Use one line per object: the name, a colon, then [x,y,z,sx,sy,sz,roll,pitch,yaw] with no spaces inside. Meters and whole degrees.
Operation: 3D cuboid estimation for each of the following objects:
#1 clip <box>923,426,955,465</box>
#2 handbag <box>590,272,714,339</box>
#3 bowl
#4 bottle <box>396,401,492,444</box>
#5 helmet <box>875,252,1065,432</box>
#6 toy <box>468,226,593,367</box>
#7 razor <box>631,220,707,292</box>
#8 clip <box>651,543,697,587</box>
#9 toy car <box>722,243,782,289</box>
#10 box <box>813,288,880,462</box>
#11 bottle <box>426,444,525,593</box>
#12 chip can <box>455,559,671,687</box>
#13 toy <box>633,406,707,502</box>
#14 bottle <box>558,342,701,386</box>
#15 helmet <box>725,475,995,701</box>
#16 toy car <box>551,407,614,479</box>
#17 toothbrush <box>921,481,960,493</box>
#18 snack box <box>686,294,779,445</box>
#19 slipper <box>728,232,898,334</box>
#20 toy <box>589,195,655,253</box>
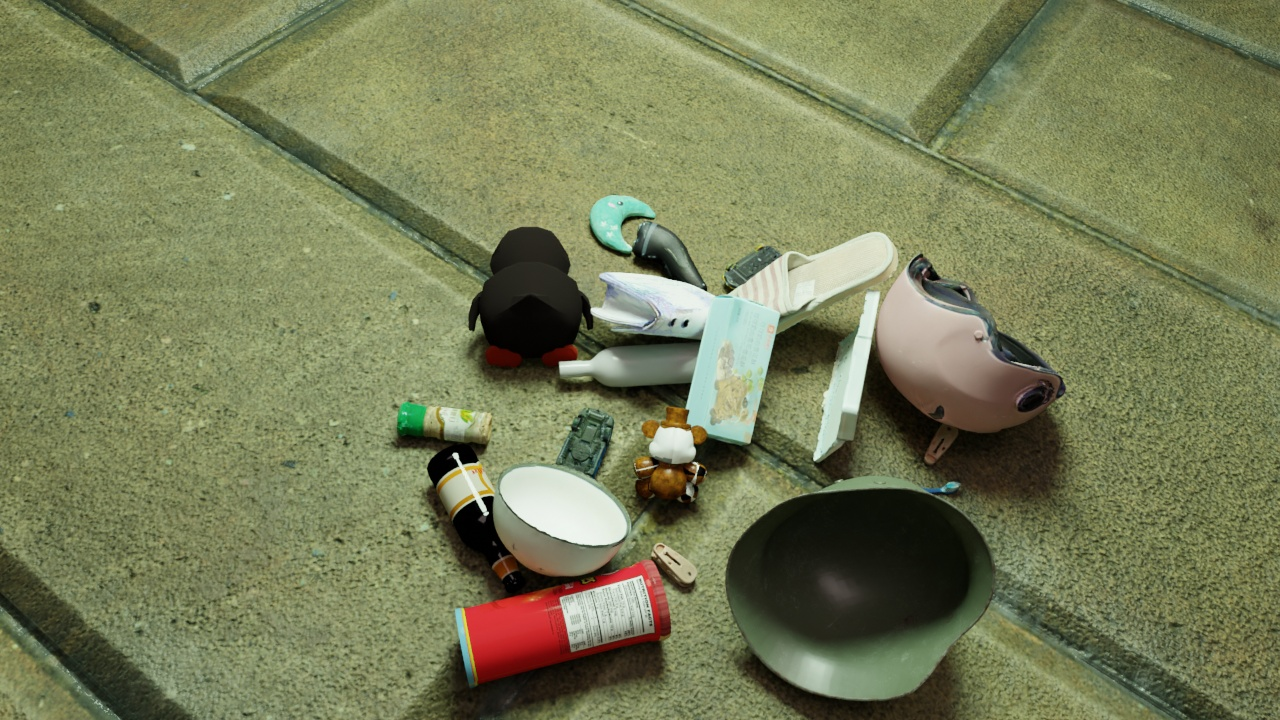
clip: [0.380,0.112,1.170,0.026,0.049,0.060,29,16,16]
handbag: [0.030,-0.061,1.174,0.158,0.069,0.126,2,20,-46]
bowl: [-0.093,0.181,0.997,0.153,0.073,0.153,21,19,-8]
bottle: [-0.238,0.077,1.117,0.111,0.043,0.043,7,55,-1]
helmet: [0.401,-0.001,1.146,0.255,0.153,0.230,22,23,-33]
toy: [-0.143,-0.103,1.192,0.159,0.140,0.183,-1,55,-6]
razor: [0.040,-0.138,1.291,0.063,0.053,0.140,-32,64,-12]
clip: [0.038,0.230,1.045,0.061,0.049,0.025,20,50,42]
toy car: [0.162,-0.130,1.310,0.106,0.030,0.049,-32,65,-27]
box: [0.264,0.020,1.149,0.044,0.136,0.196,19,55,4]
bottle: [-0.180,0.182,1.039,0.059,0.059,0.181,-23,61,-21]
chip can: [-0.081,0.276,0.967,0.213,0.087,0.087,-11,57,-12]
toy: [0.037,0.111,1.079,0.087,0.067,0.112,7,89,-1]
bottle: [-0.007,0.007,1.183,0.195,0.053,0.052,-3,55,-8]
helmet: [0.242,0.214,0.973,0.227,0.269,0.153,63,30,-2]
toy car: [-0.069,0.115,1.106,0.056,0.044,0.120,19,58,8]
toothbrush: [0.331,0.163,1.129,0.135,0.017,0.021,-6,54,-10]
snack box: [0.111,0.012,1.129,0.075,0.053,0.174,16,87,-31]
slipper: [0.202,-0.096,1.192,0.263,0.052,0.114,-24,42,23]
toy: [-0.031,-0.208,1.346,0.085,0.033,0.105,30,56,2]
